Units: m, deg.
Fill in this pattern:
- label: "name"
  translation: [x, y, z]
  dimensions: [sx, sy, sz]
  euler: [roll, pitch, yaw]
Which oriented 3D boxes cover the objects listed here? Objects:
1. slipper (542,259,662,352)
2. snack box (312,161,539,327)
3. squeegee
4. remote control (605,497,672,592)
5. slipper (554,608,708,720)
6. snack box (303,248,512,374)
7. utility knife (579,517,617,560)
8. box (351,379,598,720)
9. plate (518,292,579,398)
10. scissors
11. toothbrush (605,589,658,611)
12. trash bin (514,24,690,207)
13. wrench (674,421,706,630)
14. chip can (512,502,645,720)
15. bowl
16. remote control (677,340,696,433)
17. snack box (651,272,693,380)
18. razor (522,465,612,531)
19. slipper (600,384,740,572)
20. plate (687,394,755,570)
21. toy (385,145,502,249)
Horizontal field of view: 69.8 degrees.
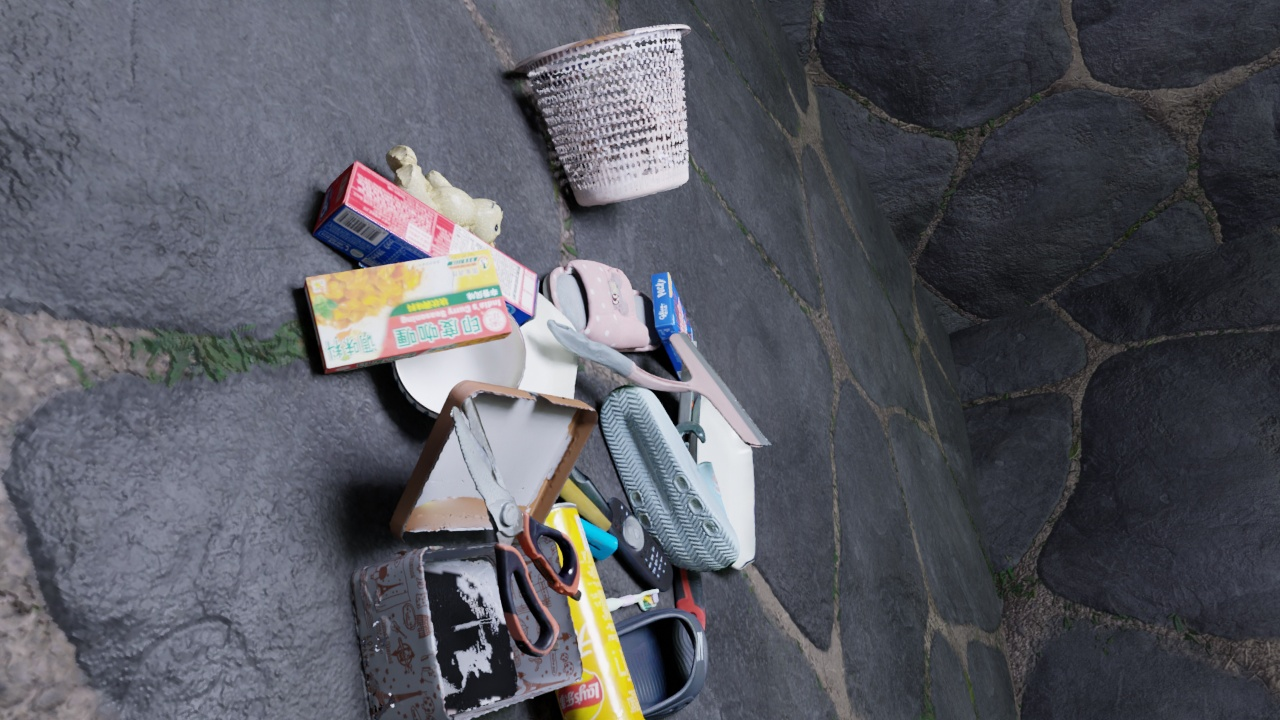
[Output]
- label: "slipper"
  translation: [-0.030, -0.063, 1.148]
  dimensions: [0.274, 0.055, 0.114]
  euler: [11, 62, -62]
- label: "snack box"
  translation: [-0.188, -0.093, 0.834]
  dimensions: [0.207, 0.057, 0.058]
  euler: [31, 44, -34]
- label: "squeegee"
  translation: [-0.006, 0.006, 1.039]
  dimensions: [0.249, 0.040, 0.247]
  euler: [20, 22, -32]
- label: "remote control"
  translation: [-0.007, 0.211, 1.037]
  dimensions: [0.136, 0.024, 0.053]
  euler: [54, 32, -25]
- label: "slipper"
  translation: [0.018, 0.316, 0.946]
  dimensions: [0.267, 0.083, 0.110]
  euler: [9, 63, -57]
- label: "snack box"
  translation: [-0.192, -0.042, 0.766]
  dimensions: [0.155, 0.027, 0.077]
  euler: [-13, 82, -24]
- label: "utility knife"
  translation: [-0.094, 0.153, 0.910]
  dimensions: [0.216, 0.034, 0.018]
  euler: [39, 30, -42]
- label: "box"
  translation: [-0.125, 0.154, 0.740]
  dimensions: [0.178, 0.125, 0.273]
  euler: [13, 83, -59]
- label: "plate"
  translation: [-0.126, -0.008, 0.954]
  dimensions: [0.163, 0.034, 0.164]
  euler: [44, 36, -40]
- label: "scissors"
  translation: [-0.089, 0.119, 0.686]
  dimensions: [0.196, 0.015, 0.205]
  euler: [16, 76, -58]
- label: "toothbrush"
  translation: [-0.035, 0.258, 0.957]
  dimensions: [0.020, 0.029, 0.189]
  euler: [35, 11, 30]
- label: "trash bin"
  translation: [-0.028, -0.306, 1.176]
  dimensions: [0.226, 0.228, 0.192]
  euler: [-39, 118, -62]
- label: "wrench"
  translation: [0.057, 0.202, 1.141]
  dimensions: [0.016, 0.056, 0.272]
  euler: [71, 17, -61]
- label: "chip can"
  translation: [-0.059, 0.240, 0.832]
  dimensions: [0.072, 0.072, 0.213]
  euler: [15, 50, -58]
- label: "bowl"
  translation: [-0.165, 0.001, 0.818]
  dimensions: [0.116, 0.066, 0.116]
  euler: [5, 75, -18]
- label: "remote control"
  translation: [0.062, 0.036, 1.215]
  dimensions: [0.135, 0.019, 0.056]
  euler: [91, 6, -48]
- label: "snack box"
  translation: [0.047, -0.043, 1.262]
  dimensions: [0.157, 0.026, 0.084]
  euler: [62, 21, -57]
- label: "razor"
  translation: [-0.080, 0.129, 0.937]
  dimensions: [0.067, 0.062, 0.167]
  euler: [-58, 135, -21]
- label: "slipper"
  translation: [0.035, 0.138, 1.083]
  dimensions: [0.245, 0.104, 0.074]
  euler: [62, 31, 1]
- label: "plate"
  translation: [0.107, 0.163, 1.270]
  dimensions: [0.162, 0.034, 0.265]
  euler: [45, 36, -39]
- label: "toy"
  translation: [-0.192, -0.156, 0.900]
  dimensions: [0.157, 0.066, 0.105]
  euler: [36, 24, -59]
